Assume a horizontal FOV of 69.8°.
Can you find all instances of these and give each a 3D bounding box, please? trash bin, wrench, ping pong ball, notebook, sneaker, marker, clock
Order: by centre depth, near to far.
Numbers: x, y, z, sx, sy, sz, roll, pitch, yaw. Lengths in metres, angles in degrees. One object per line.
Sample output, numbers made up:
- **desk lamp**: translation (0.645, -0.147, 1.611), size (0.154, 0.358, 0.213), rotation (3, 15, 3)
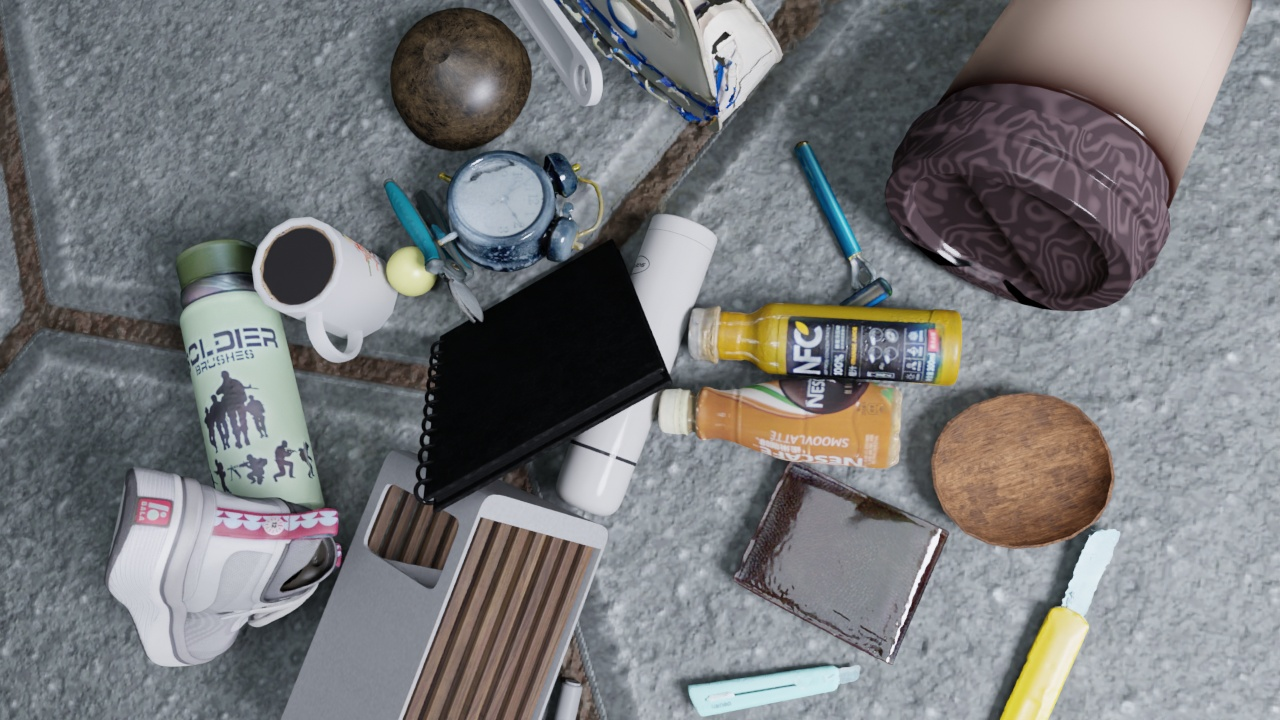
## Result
- **trash bin**: translation (-0.135, 0.193, 0.616), size (0.115, 0.114, 0.228), rotation (14, 81, 45)
- **notebook**: translation (-0.075, -0.001, 0.629), size (0.169, 0.231, 0.019), rotation (-29, 117, 5)
- **sneaker**: translation (-0.276, 0.148, 0.635), size (0.128, 0.264, 0.096), rotation (6, 59, -17)
- **marker**: translation (-0.064, 0.300, 0.653), size (0.016, 0.016, 0.140), rotation (11, 81, 14)
- **wrench**: translation (-0.095, -0.280, 0.717), size (0.018, 0.087, 0.273), rotation (-15, 58, -26)
- **clock**: translation (-0.093, -0.118, 0.720), size (0.129, 0.052, 0.090), rotation (-2, 74, -4)
- **ping pong ball**: translation (-0.184, -0.072, 0.739), size (0.040, 0.040, 0.040), rotation (-2, 78, 12)

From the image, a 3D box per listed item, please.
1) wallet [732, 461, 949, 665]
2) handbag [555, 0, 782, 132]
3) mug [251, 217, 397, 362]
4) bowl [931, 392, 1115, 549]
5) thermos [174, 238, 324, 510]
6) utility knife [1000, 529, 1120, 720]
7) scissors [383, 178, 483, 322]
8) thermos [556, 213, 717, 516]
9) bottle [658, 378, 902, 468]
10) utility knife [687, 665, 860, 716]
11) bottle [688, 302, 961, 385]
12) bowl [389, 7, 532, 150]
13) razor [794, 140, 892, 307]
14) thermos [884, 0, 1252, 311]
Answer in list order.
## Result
- **wallet**: translation (0.138, 0.137, 0.636), size (0.120, 0.031, 0.099), rotation (24, 82, 18)
- **handbag**: translation (0.004, -0.261, 0.656), size (0.093, 0.199, 0.200), rotation (-46, 71, 4)
- **mug**: translation (-0.244, -0.049, 0.722), size (0.073, 0.089, 0.105), rotation (-15, 76, 9)
- **bowl**: translation (0.256, 0.075, 0.622), size (0.114, 0.026, 0.102), rotation (-13, 76, 9)
- **thermos**: translation (-0.313, 0.015, 0.734), size (0.082, 0.082, 0.231), rotation (-21, 75, 7)
- **utility knife**: translation (0.266, 0.203, 0.599), size (0.030, 0.018, 0.206), rotation (25, 90, 10)
- **scissors**: translation (-0.160, -0.090, 0.731), size (0.132, 0.148, 0.019), rotation (41, 112, -16)
- **thermos**: translation (-0.004, 0.004, 0.679), size (0.052, 0.052, 0.224), rotation (18, 83, 15)
- **bottle**: translation (0.097, 0.041, 0.646), size (0.167, 0.059, 0.059), rotation (3, 80, 13)
- **utility knife**: translation (0.093, 0.226, 0.635), size (0.120, 0.015, 0.022), rotation (-12, 75, 6)
- **bottle**: translation (0.128, -0.014, 0.653), size (0.186, 0.053, 0.053), rotation (4, 80, 13)
- **bowl**: translation (-0.156, -0.242, 0.758), size (0.121, 0.056, 0.121), rotation (-2, 79, 12)
- **razor**: translation (0.147, -0.102, 0.686), size (0.042, 0.022, 0.143), rotation (-35, 65, 41)
- **thermos**: translation (0.286, -0.170, 0.598), size (0.173, 0.173, 0.226), rotation (29, 80, 16)
